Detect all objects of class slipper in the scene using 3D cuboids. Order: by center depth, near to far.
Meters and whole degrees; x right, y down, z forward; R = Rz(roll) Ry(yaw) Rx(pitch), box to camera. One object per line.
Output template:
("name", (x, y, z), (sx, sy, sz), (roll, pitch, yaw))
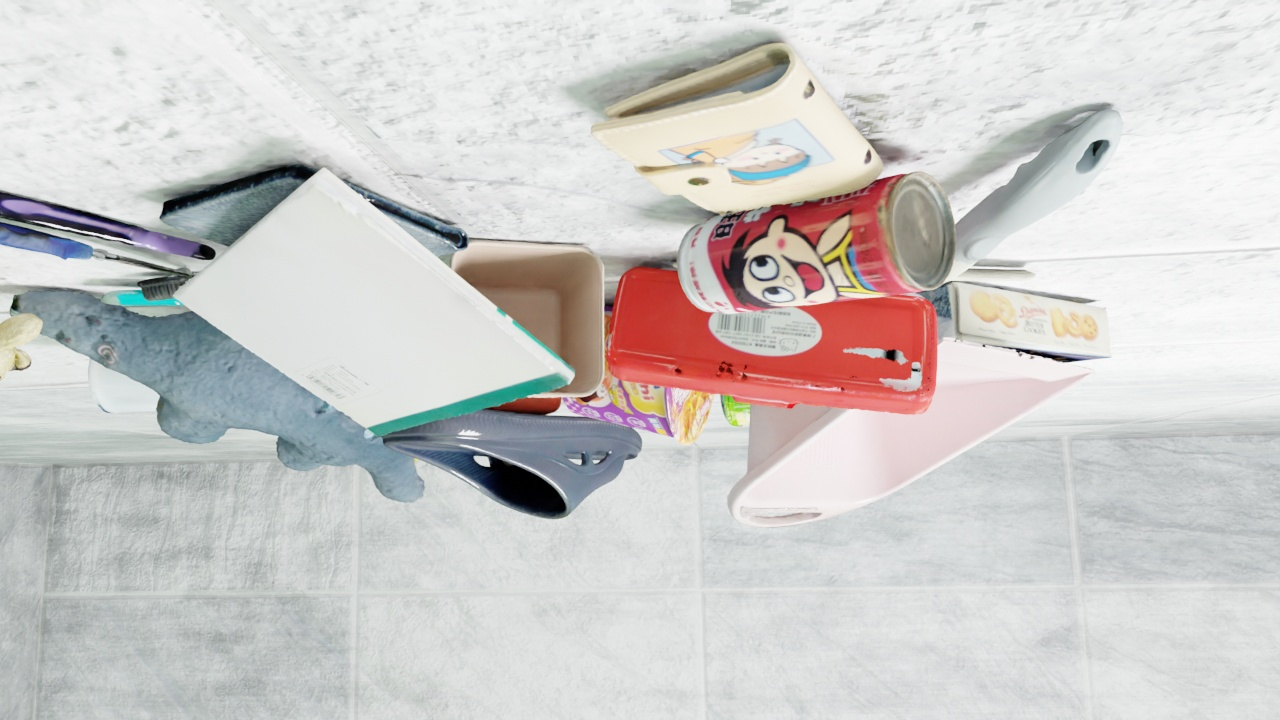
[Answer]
("slipper", (-0.099, 0.084, 0.733), (0.111, 0.083, 0.267), (-4, 169, 32))

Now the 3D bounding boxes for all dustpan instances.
("dustpan", (0.204, 0.074, 0.756), (0.222, 0.138, 0.274), (7, 170, -36))

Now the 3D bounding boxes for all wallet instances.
("wallet", (0.040, -0.086, 0.369), (0.087, 0.024, 0.115), (-12, 169, 27))
("wallet", (-0.163, -0.069, 0.471), (0.097, 0.019, 0.120), (-8, 168, 28))

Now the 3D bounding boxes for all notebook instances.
("notebook", (-0.150, -0.015, 0.486), (0.150, 0.012, 0.210), (41, 145, -28))

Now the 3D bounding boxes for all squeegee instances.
("squeegee", (0.164, -0.063, 0.478), (0.246, 0.039, 0.247), (0, 171, -11))

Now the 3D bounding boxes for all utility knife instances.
("utility knife", (-0.281, -0.045, 0.625), (0.161, 0.013, 0.029), (-2, 174, -15))

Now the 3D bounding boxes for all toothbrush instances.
("toothbrush", (-0.294, -0.071, 0.447), (0.017, 0.014, 0.188), (2, 175, 31))
("toothbrush", (-0.229, -0.050, 0.586), (0.189, 0.016, 0.014), (-3, -176, 3))

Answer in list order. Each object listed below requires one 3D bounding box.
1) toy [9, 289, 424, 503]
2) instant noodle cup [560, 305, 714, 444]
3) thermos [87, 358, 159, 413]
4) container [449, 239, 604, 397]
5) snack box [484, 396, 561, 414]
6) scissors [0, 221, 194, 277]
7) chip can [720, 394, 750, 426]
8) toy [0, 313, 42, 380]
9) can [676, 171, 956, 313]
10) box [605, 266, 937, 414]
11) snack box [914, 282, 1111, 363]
("toy", (-0.277, 0.023, 0.704), (0.138, 0.091, 0.356), (-31, 136, 27))
("instant noodle cup", (-0.004, 0.004, 0.697), (0.099, 0.111, 0.111), (4, 174, 21))
("thermos", (-0.347, 0.009, 0.792), (0.224, 0.073, 0.073), (-1, 171, 0))
("container", (-0.078, -0.019, 0.580), (0.090, 0.090, 0.111), (1, 174, -14))
("snack box", (-0.107, 0.006, 0.751), (0.091, 0.080, 0.082), (4, 169, -28))
("scissors", (-0.290, -0.057, 0.491), (0.173, 0.012, 0.128), (13, 180, -44))
("chip can", (0.197, 0.032, 0.992), (0.221, 0.072, 0.072), (-3, 171, 18))
("toy", (-0.429, -0.025, 0.558), (0.105, 0.066, 0.158), (10, 156, -12))
("can", (0.081, -0.054, 0.450), (0.053, 0.053, 0.133), (6, 173, -42))
("box", (0.083, -0.008, 0.593), (0.201, 0.094, 0.092), (6, 157, 5))
("snack box", (0.252, -0.017, 0.760), (0.177, 0.045, 0.183), (5, 170, -30))
